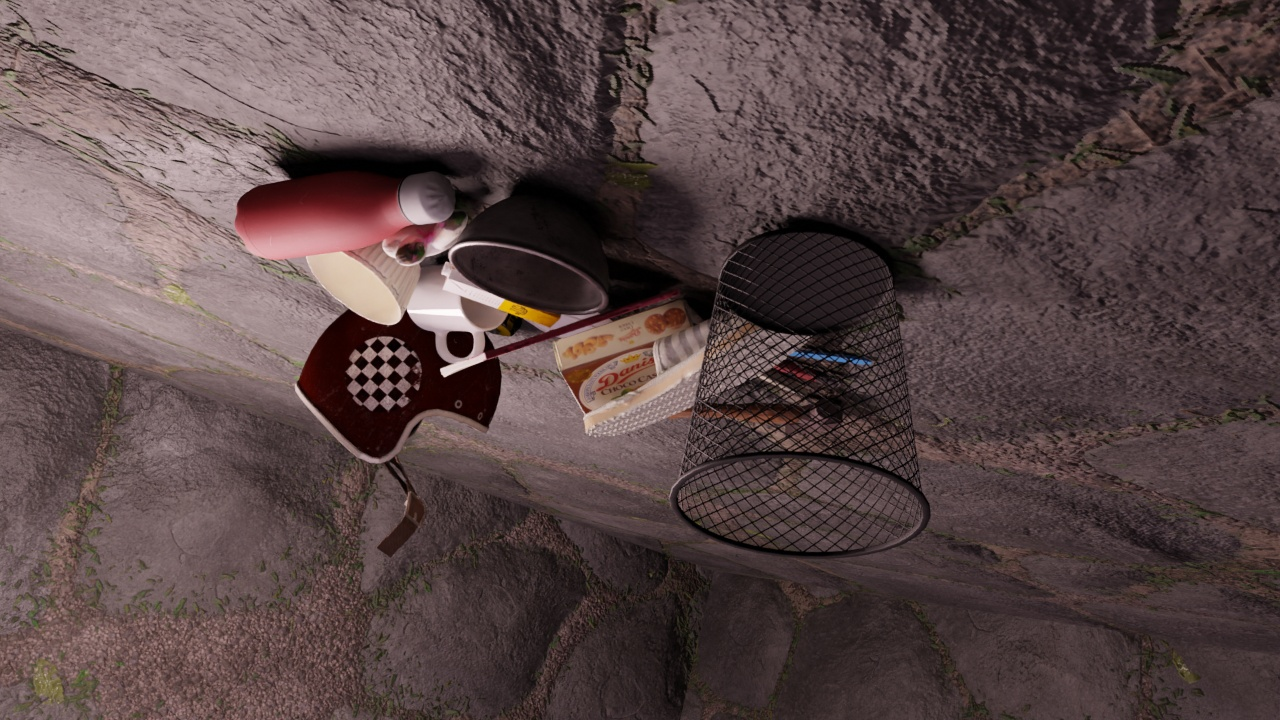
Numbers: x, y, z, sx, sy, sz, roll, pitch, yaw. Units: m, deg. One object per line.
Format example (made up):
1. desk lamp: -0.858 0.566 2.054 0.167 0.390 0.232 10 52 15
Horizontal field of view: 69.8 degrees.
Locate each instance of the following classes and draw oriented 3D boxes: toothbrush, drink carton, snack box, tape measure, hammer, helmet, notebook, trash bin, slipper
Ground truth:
1. toothbrush: 0.162 -0.013 0.981 0.167 0.014 0.016 7 162 11
2. drink carton: -0.135 -0.084 0.920 0.122 0.058 0.040 20 163 -15
3. snack box: -0.006 0.006 0.988 0.143 0.041 0.147 -19 151 2
4. tape measure: -0.172 -0.052 1.091 0.062 0.034 0.061 17 161 30
5. hammer: 0.088 0.062 1.150 0.323 0.033 0.115 3 167 3
6. helmet: -0.290 0.041 1.110 0.234 0.253 0.233 43 175 -7
7. notebook: -0.082 -0.028 0.908 0.208 0.012 0.153 -21 -177 -27
8. trash bin: 0.125 0.022 0.717 0.184 0.209 0.184 6 149 4
9. slipper: 0.052 0.009 0.925 0.273 0.054 0.114 -32 151 30

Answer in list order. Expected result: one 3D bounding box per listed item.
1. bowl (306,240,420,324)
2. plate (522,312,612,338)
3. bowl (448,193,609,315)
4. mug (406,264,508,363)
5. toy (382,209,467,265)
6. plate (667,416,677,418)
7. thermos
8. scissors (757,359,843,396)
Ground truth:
1. bowl: -0.281 -0.099 0.958 0.115 0.062 0.115 23 150 14
2. plate: -0.088 -0.043 1.096 0.134 0.011 0.135 14 163 4
3. bowl: -0.090 -0.100 0.815 0.145 0.067 0.145 14 164 4
4. mug: -0.198 -0.051 1.000 0.091 0.110 0.073 1 -175 39
5. toy: -0.202 -0.116 0.865 0.038 0.079 0.123 66 167 -18
6. plate: 0.008 0.061 1.286 0.131 0.025 0.131 9 172 1
7. thermos: -0.268 -0.137 0.840 0.240 0.073 0.073 -2 157 30
8. scissors: 0.140 0.005 1.047 0.187 0.015 0.179 7 162 28
